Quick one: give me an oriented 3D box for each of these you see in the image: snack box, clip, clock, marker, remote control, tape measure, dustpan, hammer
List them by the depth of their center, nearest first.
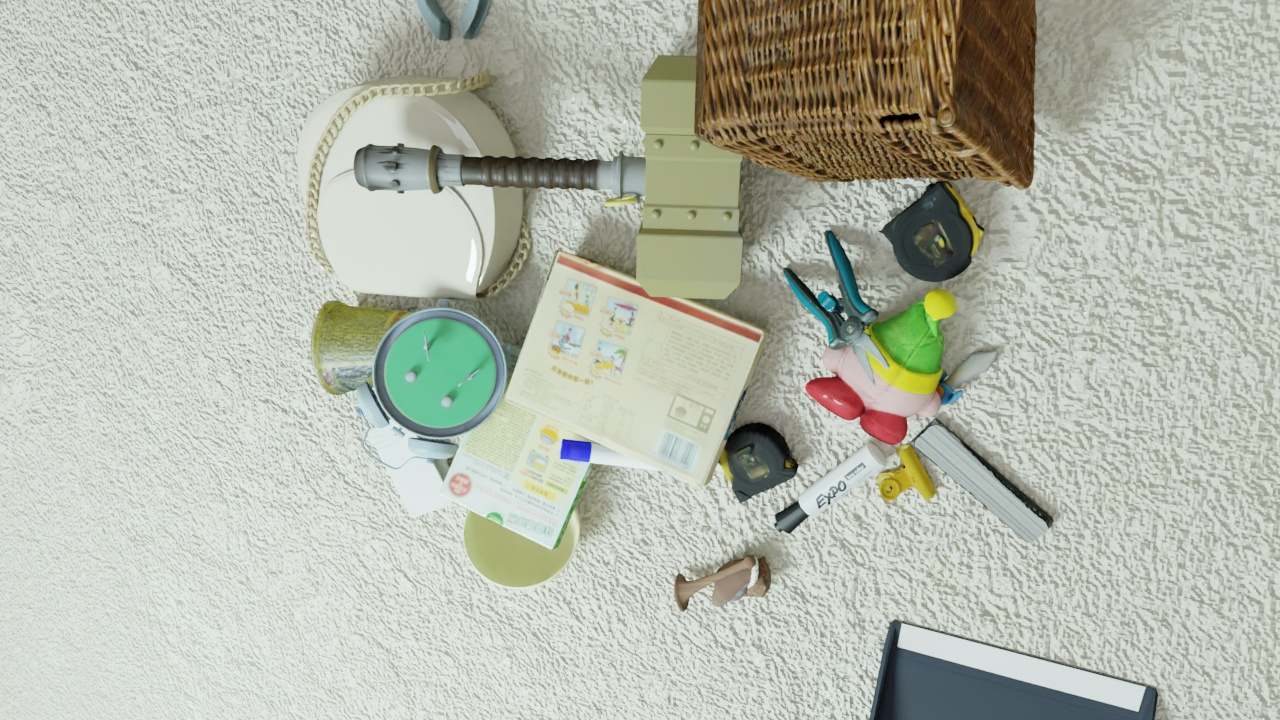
[{"bbox_3d":[0.241,-0.102,0.751,0.072,0.042,0.072,-42,91,23],"label":"tape measure"},{"bbox_3d":[-0.077,-0.158,0.770,0.325,0.100,0.190,2,108,3],"label":"hammer"},{"bbox_3d":[0.301,0.107,0.809,0.136,0.013,0.033,42,115,6],"label":"remote control"},{"bbox_3d":[-0.158,-0.375,0.824,0.108,0.027,0.163,1,108,19],"label":"clip"},{"bbox_3d":[0.235,0.109,0.826,0.046,0.035,0.053,-29,96,18],"label":"clip"},{"bbox_3d":[-0.005,0.005,0.850,0.207,0.055,0.153,22,98,13],"label":"snack box"},{"bbox_3d":[0.173,0.122,0.856,0.025,0.025,0.126,47,116,1],"label":"marker"},{"bbox_3d":[0.326,0.409,0.858,0.236,0.080,0.273,11,110,17],"label":"dustpan"},{"bbox_3d":[0.108,0.092,0.863,0.067,0.038,0.062,-28,95,26],"label":"tape measure"},{"bbox_3d":[-0.200,0.029,0.868,0.122,0.075,0.161,36,83,-7],"label":"clock"},{"bbox_3d":[-0.006,0.094,0.886,0.141,0.020,0.020,7,111,-8],"label":"marker"},{"bbox_3d":[-0.109,0.084,0.916,0.132,0.027,0.168,23,89,12],"label":"snack box"}]

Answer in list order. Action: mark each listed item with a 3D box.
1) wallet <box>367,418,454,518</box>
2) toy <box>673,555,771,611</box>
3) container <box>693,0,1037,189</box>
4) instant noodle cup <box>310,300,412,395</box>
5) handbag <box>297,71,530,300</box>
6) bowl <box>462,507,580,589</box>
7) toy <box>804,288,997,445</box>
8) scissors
[{"bbox_3d":[-0.248,0.112,1.012,0.086,0.032,0.116,-19,101,36],"label":"wallet"},{"bbox_3d":[0.087,0.220,0.909,0.054,0.041,0.102,29,133,-33],"label":"toy"},{"bbox_3d":[0.160,-0.208,0.634,0.183,0.249,0.162,3,92,31],"label":"container"},{"bbox_3d":[-0.268,-0.014,0.948,0.108,0.102,0.102,0,106,12],"label":"instant noodle cup"},{"bbox_3d":[-0.217,-0.165,0.883,0.211,0.103,0.209,5,116,19],"label":"handbag"},{"bbox_3d":[-0.119,0.187,0.955,0.118,0.117,0.074,24,155,12],"label":"bowl"},{"bbox_3d":[0.222,0.005,0.769,0.124,0.096,0.131,32,96,2],"label":"toy"},{"bbox_3d":[0.166,-0.048,0.773,0.149,0.019,0.122,20,91,47],"label":"scissors"}]
